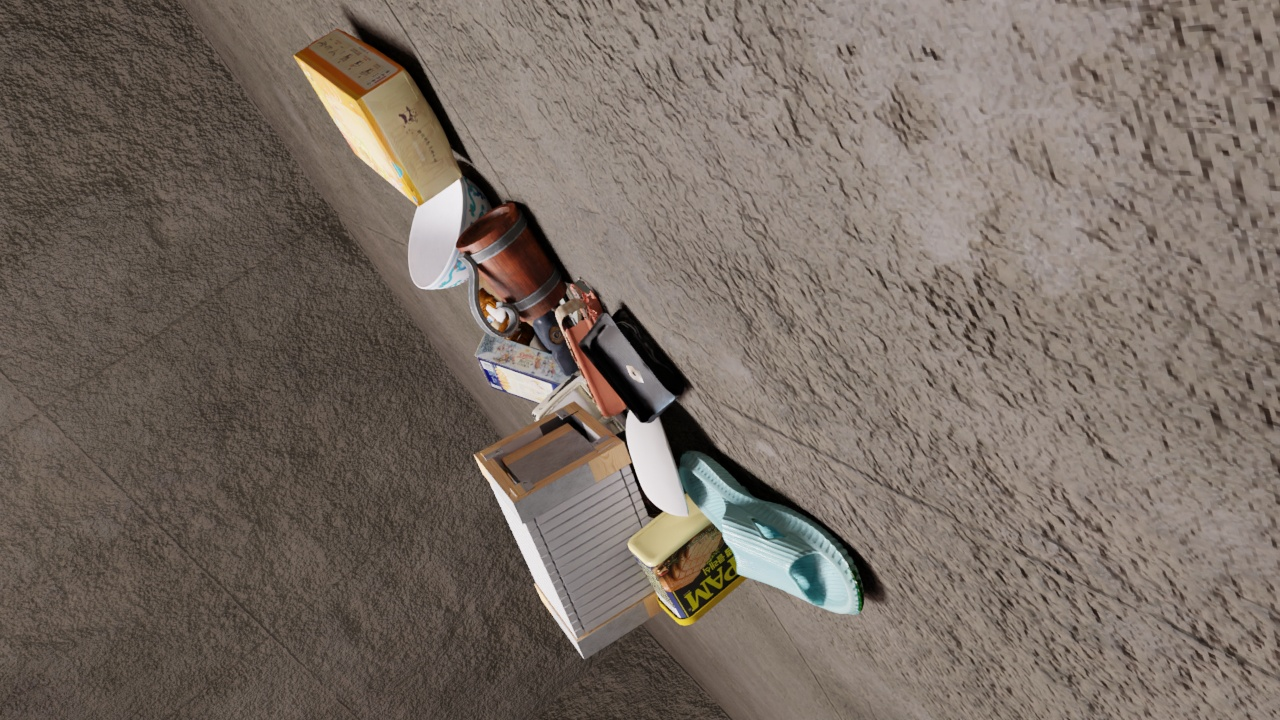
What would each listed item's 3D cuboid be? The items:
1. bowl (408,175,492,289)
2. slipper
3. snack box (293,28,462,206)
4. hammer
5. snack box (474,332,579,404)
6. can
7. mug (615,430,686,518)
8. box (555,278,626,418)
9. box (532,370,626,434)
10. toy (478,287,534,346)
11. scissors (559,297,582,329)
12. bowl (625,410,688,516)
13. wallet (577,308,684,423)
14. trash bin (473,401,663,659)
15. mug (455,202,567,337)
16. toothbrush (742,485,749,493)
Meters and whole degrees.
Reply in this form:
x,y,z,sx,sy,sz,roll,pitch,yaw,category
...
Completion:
x,y,z,sx,sy,sz,roll,pitch,yaw,category
-0.214,-0.149,1.101,0.074,0.144,0.144,12,-167,-36,bowl
0.113,0.179,0.929,0.276,0.069,0.116,33,153,48,slipper
-0.293,-0.283,1.047,0.195,0.080,0.145,39,161,42,snack box
-0.167,-0.078,1.237,0.322,0.040,0.129,36,157,59,hammer
-0.159,0.023,1.348,0.145,0.042,0.144,18,161,6,snack box
0.066,0.226,1.091,0.075,0.135,0.104,29,151,58,can
0.003,0.160,1.189,0.107,0.079,0.116,34,119,54,mug
-0.052,-0.011,1.036,0.187,0.057,0.067,69,-170,-47,box
-0.093,0.123,1.219,0.143,0.180,0.080,48,173,-15,box
-0.207,-0.059,1.380,0.112,0.067,0.087,39,158,-5,toy
-0.075,-0.024,1.149,0.179,0.015,0.199,56,165,-13,scissors
0.012,0.110,1.040,0.149,0.043,0.149,159,93,-88,bowl
-0.009,0.006,0.946,0.115,0.026,0.089,51,148,4,wallet
-0.076,0.206,1.136,0.142,0.142,0.247,33,147,57,trash bin
-0.149,-0.094,1.007,0.082,0.117,0.111,1,134,49,mug
0.135,0.196,1.042,0.016,0.016,0.181,36,158,42,toothbrush
